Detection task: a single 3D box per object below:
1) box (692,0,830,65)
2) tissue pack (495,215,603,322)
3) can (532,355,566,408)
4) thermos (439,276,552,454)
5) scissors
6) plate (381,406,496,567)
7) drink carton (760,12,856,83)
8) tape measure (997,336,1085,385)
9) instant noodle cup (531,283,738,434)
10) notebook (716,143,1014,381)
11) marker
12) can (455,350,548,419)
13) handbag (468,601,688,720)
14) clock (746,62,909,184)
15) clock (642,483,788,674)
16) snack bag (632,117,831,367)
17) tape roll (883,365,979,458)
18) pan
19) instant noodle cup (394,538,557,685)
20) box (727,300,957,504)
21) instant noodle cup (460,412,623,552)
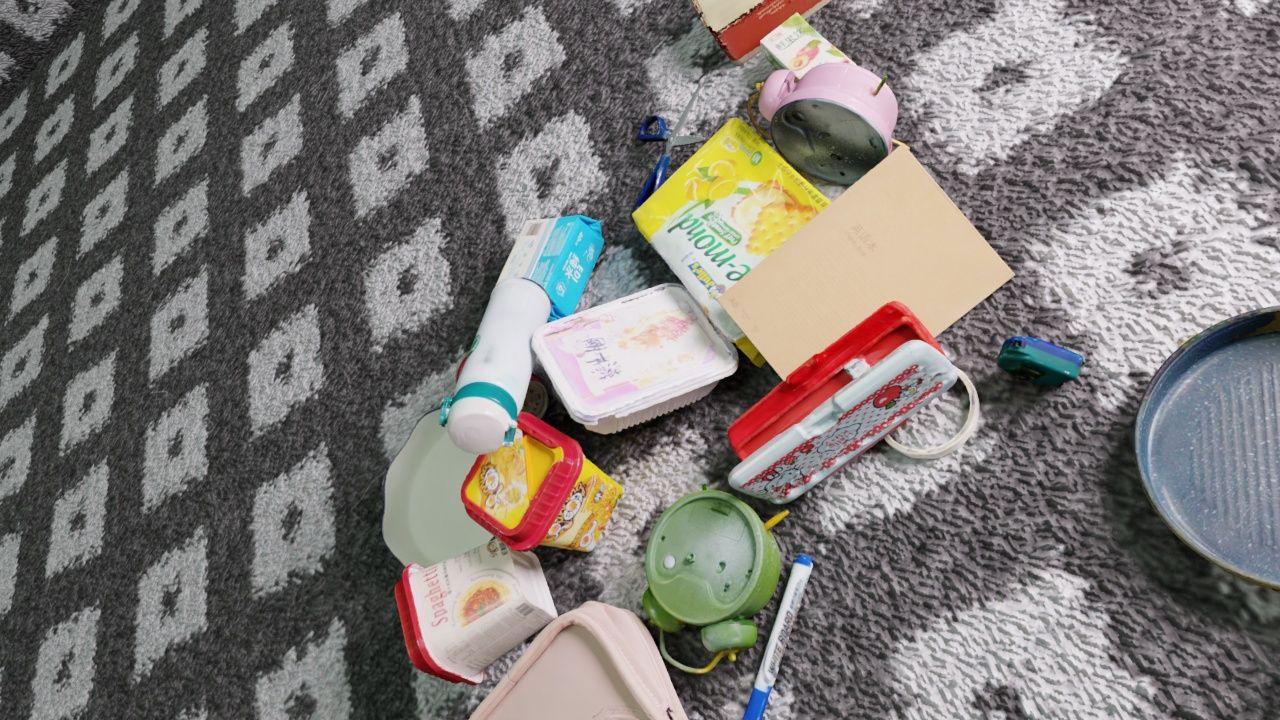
[{"bbox_3d":[0.145,-0.424,1.027,0.169,0.077,0.091,-31,55,19],"label":"box"},{"bbox_3d":[-0.103,-0.105,1.055,0.090,0.063,0.139,2,60,37],"label":"tissue pack"},{"bbox_3d":[-0.076,0.017,0.986,0.147,0.058,0.058,36,91,41],"label":"can"},{"bbox_3d":[-0.140,0.002,0.900,0.073,0.073,0.223,-27,29,22],"label":"thermos"},{"bbox_3d":[0.030,-0.243,1.030,0.174,0.012,0.162,-63,28,24],"label":"scissors"},{"bbox_3d":[-0.203,0.142,1.026,0.205,0.045,0.204,-16,60,30],"label":"plate"},{"bbox_3d":[0.182,-0.310,0.968,0.053,0.045,0.122,-37,53,8],"label":"drink carton"},{"bbox_3d":[0.311,0.002,0.723,0.058,0.054,0.025,23,78,7],"label":"tape measure"},{"bbox_3d":[-0.005,0.005,0.901,0.173,0.060,0.138,-21,50,-15],"label":"instant noodle cup"},{"bbox_3d":[0.194,-0.064,0.811,0.212,0.012,0.149,-40,87,13],"label":"notebook"},{"bbox_3d":[0.117,0.235,0.775,0.017,0.017,0.145,12,76,38],"label":"marker"},{"bbox_3d":[-0.148,0.030,0.982,0.094,0.066,0.066,35,90,43],"label":"can"},{"bbox_3d":[-0.027,0.346,0.783,0.234,0.093,0.193,44,105,29],"label":"handbag"},{"bbox_3d":[0.174,-0.232,0.893,0.159,0.117,0.059,10,64,35],"label":"clock"},{"bbox_3d":[0.061,0.193,0.808,0.116,0.056,0.161,13,77,39],"label":"clock"},{"bbox_3d":[0.108,-0.124,0.917,0.158,0.068,0.246,-43,51,11],"label":"snack bag"},{"bbox_3d":[0.242,0.041,0.779,0.086,0.014,0.085,-15,61,29],"label":"tape roll"},{"bbox_3d":[0.422,0.126,0.570,0.198,0.078,0.356,-7,65,33],"label":"pan"},{"bbox_3d":[-0.160,0.243,0.912,0.124,0.117,0.116,-29,54,6],"label":"instant noodle cup"},{"bbox_3d":[0.158,0.043,0.763,0.202,0.098,0.095,-41,78,22],"label":"box"},{"bbox_3d":[-0.090,0.128,0.901,0.116,0.123,0.116,25,84,40],"label":"instant noodle cup"}]
